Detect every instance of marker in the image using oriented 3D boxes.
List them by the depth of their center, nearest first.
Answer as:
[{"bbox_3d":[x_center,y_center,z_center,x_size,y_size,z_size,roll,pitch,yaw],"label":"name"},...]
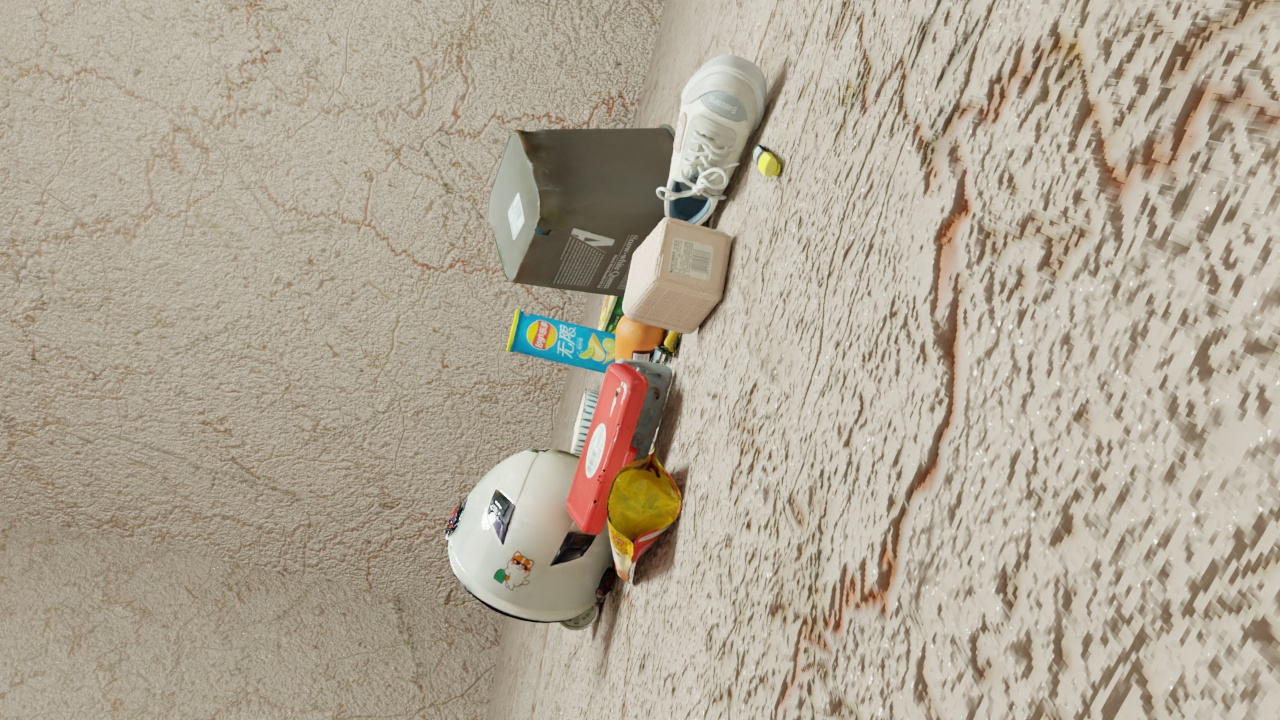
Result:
[{"bbox_3d":[0.118,-0.191,0.874,0.124,0.015,0.018,-88,14,-70],"label":"marker"}]

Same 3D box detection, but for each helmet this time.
[{"bbox_3d":[-0.123,0.205,1.205,0.273,0.230,0.157,-56,-11,-75],"label":"helmet"}]

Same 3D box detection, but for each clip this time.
[{"bbox_3d":[0.029,-0.007,1.192,0.058,0.037,0.026,159,126,-85],"label":"clip"}]

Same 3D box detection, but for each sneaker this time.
[{"bbox_3d":[0.066,-0.224,0.997,0.090,0.089,0.243,-63,-3,-26],"label":"sneaker"}]

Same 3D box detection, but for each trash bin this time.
[{"bbox_3d":[-0.063,-0.191,1.184,0.200,0.219,0.198,-58,43,46],"label":"trash bin"}]

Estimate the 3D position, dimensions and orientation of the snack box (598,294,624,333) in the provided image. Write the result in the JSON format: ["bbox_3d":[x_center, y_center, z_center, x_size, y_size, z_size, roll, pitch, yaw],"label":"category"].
[{"bbox_3d":[-0.020,-0.123,1.589,0.241,0.063,0.114,115,167,-58],"label":"snack box"}]

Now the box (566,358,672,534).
[{"bbox_3d":[-0.014,0.105,1.093,0.094,0.100,0.201,40,117,58],"label":"box"}]

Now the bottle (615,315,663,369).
[{"bbox_3d":[-0.008,0.008,1.290,0.066,0.067,0.150,-92,10,-65],"label":"bottle"}]

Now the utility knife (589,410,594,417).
[{"bbox_3d":[-0.032,0.011,1.416,0.182,0.019,0.031,-53,4,-10],"label":"utility knife"}]

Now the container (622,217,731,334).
[{"bbox_3d":[0.041,-0.093,0.988,0.111,0.090,0.090,133,150,-70],"label":"container"}]

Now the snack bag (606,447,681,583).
[{"bbox_3d":[-0.003,0.168,0.990,0.208,0.073,0.128,103,178,-71],"label":"snack bag"}]

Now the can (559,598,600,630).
[{"bbox_3d":[-0.089,0.326,1.277,0.093,0.066,0.066,-110,34,-77],"label":"can"}]

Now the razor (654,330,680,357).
[{"bbox_3d":[0.045,-0.071,1.140,0.043,0.028,0.132,17,-98,-70],"label":"razor"}]

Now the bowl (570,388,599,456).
[{"bbox_3d":[-0.075,0.111,1.565,0.116,0.066,0.116,-169,92,-84],"label":"bowl"}]

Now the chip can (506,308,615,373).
[{"bbox_3d":[-0.108,-0.025,1.495,0.071,0.210,0.071,-168,92,-83],"label":"chip can"}]

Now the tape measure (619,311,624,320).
[{"bbox_3d":[-0.003,-0.055,1.360,0.058,0.057,0.039,99,-179,-60],"label":"tape measure"}]
